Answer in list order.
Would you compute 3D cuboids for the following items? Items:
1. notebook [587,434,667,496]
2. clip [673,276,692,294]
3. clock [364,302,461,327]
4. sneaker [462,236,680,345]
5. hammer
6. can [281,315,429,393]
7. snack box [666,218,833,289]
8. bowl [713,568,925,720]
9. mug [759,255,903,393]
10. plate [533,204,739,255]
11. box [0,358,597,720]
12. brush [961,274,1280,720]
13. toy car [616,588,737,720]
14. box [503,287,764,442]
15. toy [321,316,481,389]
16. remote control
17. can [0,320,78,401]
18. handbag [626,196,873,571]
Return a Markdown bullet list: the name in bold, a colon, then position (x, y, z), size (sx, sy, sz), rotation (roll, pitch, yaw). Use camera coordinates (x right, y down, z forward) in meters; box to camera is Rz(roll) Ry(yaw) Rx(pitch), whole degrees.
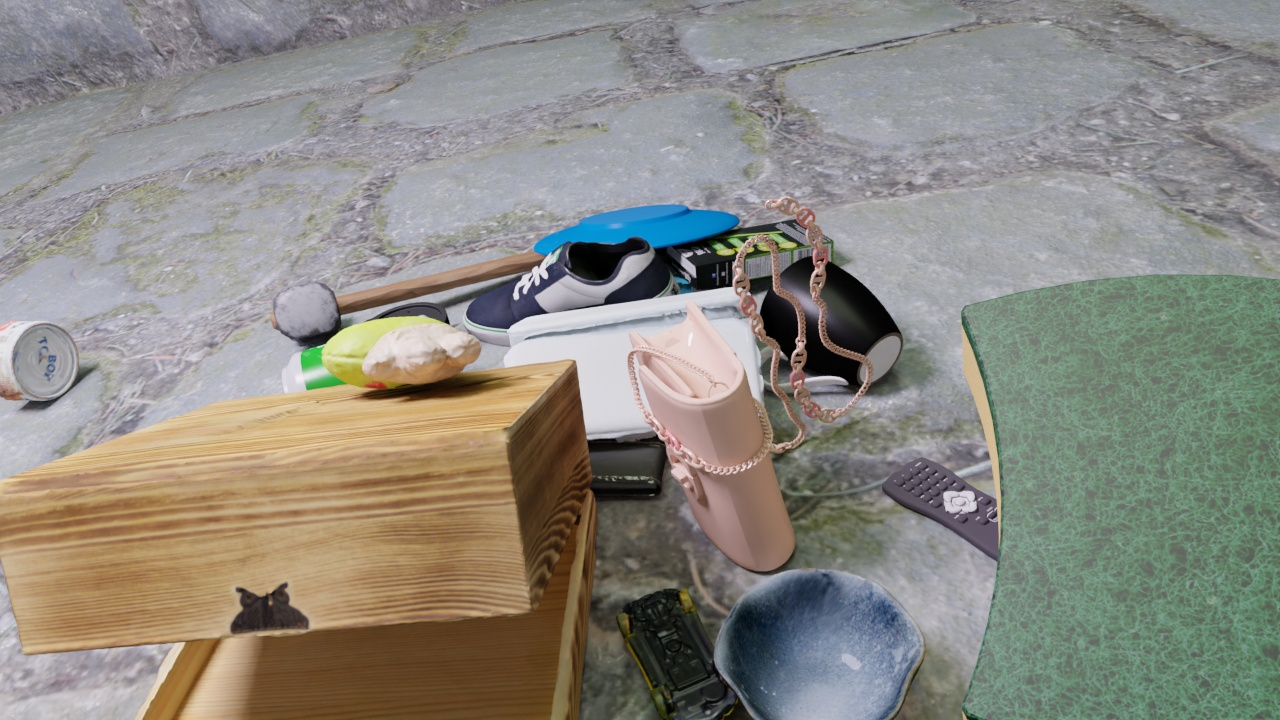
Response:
- **notebook**: position (-0.050, 0.040, 0.777), size (0.170, 0.029, 0.208), rotation (-1, 31, 12)
- **clip**: position (0.003, -0.067, 0.924), size (0.119, 0.033, 0.120), rotation (-16, 34, 0)
- **clock**: position (-0.241, -0.015, 0.906), size (0.121, 0.043, 0.091), rotation (-10, 33, 3)
- **sneaker**: position (-0.082, -0.074, 0.887), size (0.236, 0.079, 0.084), rotation (-8, 42, 28)
- **hammer**: position (-0.227, -0.081, 0.988), size (0.328, 0.052, 0.098), rotation (-16, 3, -17)
- **can**: position (-0.235, 0.018, 0.812), size (0.139, 0.088, 0.087), rotation (-18, 33, -9)
- **snack box**: position (0.110, -0.109, 0.929), size (0.147, 0.025, 0.080), rotation (-12, 27, -15)
- **bowl**: position (0.098, 0.170, 0.500), size (0.110, 0.055, 0.110), rotation (-9, 32, 5)
- **mug**: position (0.150, -0.015, 0.759), size (0.119, 0.085, 0.100), rotation (-47, 52, 1)
- **plate**: position (-0.006, -0.148, 0.992), size (0.224, 0.024, 0.224), rotation (-7, 16, 2)
- **box**: position (-0.175, 0.129, 0.586), size (0.279, 0.221, 0.258), rotation (-8, 10, 6)
- **brush**: position (0.266, 0.082, 0.462), size (0.195, 0.075, 0.249), rotation (-1, 62, 20)
- **toy car**: position (0.021, 0.175, 0.541), size (0.049, 0.030, 0.107), rotation (-18, 32, -11)
- **box**: position (-0.008, -0.010, 0.753), size (0.211, 0.084, 0.185), rotation (-6, 32, 7)
- **toy**: position (-0.147, -0.005, 0.581), size (0.092, 0.046, 0.115), rotation (-7, 6, -40)
- **remote control**: position (0.220, 0.101, 0.610), size (0.046, 0.009, 0.124), rotation (-29, 36, -24)
- **can**: position (-0.648, 0.000, 0.975), size (0.043, 0.086, 0.086), rotation (0, 34, 15)
- **handbag**: position (0.096, 0.018, 0.603), size (0.187, 0.199, 0.116), rotation (-27, 35, -9)
